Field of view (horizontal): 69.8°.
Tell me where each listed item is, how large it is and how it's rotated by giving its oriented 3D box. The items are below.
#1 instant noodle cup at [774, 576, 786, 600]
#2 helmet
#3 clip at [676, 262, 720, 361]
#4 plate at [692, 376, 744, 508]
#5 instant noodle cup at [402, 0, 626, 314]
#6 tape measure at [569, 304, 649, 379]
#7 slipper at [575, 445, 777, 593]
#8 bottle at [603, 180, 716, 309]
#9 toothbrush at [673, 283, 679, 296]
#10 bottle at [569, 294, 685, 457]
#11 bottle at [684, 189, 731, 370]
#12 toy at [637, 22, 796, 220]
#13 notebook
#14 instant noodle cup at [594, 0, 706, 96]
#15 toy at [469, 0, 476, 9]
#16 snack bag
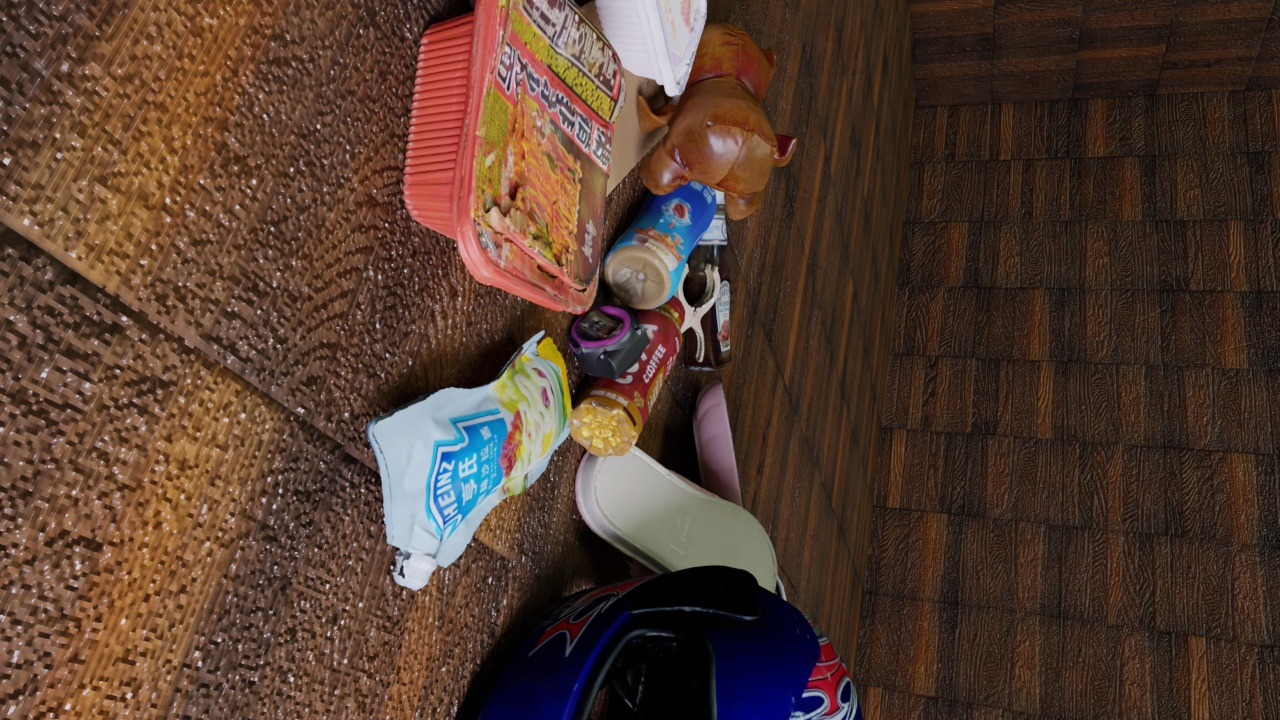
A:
[{"bbox_3d":[0.073,0.242,0.943,0.120,0.111,0.111,34,60,-47],"label":"instant noodle cup"},{"bbox_3d":[0.035,0.283,0.663,0.315,0.241,0.247,-4,96,-67],"label":"helmet"},{"bbox_3d":[0.040,-0.053,0.925,0.034,0.081,0.104,-131,-118,-73],"label":"clip"},{"bbox_3d":[0.085,0.114,0.991,0.192,0.039,0.192,-8,88,-86],"label":"plate"},{"bbox_3d":[-0.074,-0.126,0.549,0.164,0.079,0.188,22,71,-67],"label":"instant noodle cup"},{"bbox_3d":[-0.026,-0.017,0.715,0.057,0.058,0.039,-47,138,-27],"label":"tape measure"},{"bbox_3d":[0.033,0.157,0.826,0.274,0.055,0.114,36,54,-37],"label":"slipper"},{"bbox_3d":[0.030,-0.128,0.838,0.218,0.065,0.065,-61,147,-49],"label":"bottle"},{"bbox_3d":[0.041,-0.133,0.914,0.027,0.026,0.224,89,14,-60],"label":"toothbrush"},{"bbox_3d":[-0.005,0.005,0.775,0.174,0.057,0.057,-62,148,-47],"label":"bottle"},{"bbox_3d":[0.073,-0.089,0.984,0.079,0.044,0.195,-17,108,-68],"label":"bottle"},{"bbox_3d":[0.065,-0.222,0.817,0.140,0.131,0.199,14,60,-24],"label":"toy"},{"bbox_3d":[-0.020,-0.232,0.772,0.207,0.008,0.148,-58,144,-52],"label":"notebook"},{"bbox_3d":[0.001,-0.310,0.716,0.173,0.060,0.137,68,31,-49],"label":"instant noodle cup"},{"bbox_3d":[-0.089,-0.242,0.547,0.108,0.039,0.083,42,64,-65],"label":"toy"},{"bbox_3d":[-0.100,0.055,0.569,0.190,0.039,0.110,-41,142,-60],"label":"snack bag"}]
